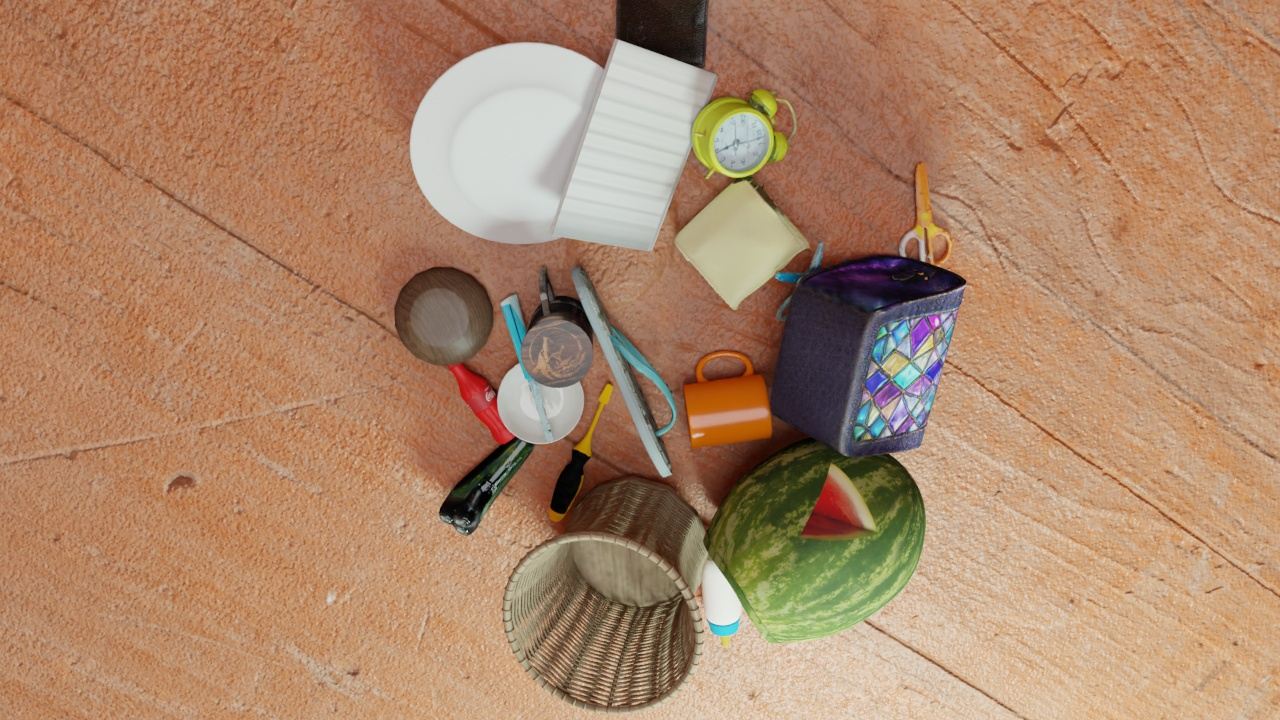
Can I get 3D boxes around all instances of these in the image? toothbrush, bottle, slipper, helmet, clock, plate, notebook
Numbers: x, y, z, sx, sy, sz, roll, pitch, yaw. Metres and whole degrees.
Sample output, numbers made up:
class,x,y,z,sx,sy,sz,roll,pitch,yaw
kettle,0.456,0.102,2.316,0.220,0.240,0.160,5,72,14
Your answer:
class,x,y,z,sx,sy,sz,roll,pitch,yaw
toothbrush,-0.074,0.117,1.147,0.031,0.030,0.197,25,106,8
bottle,-0.193,0.047,1.115,0.036,0.036,0.119,-32,107,10
bottle,0.108,0.316,1.210,0.051,0.051,0.146,-6,110,1
slipper,-0.006,0.006,1.080,0.055,0.098,0.269,-24,100,3
helmet,0.212,0.200,1.071,0.247,0.243,0.213,-34,70,3
clock,0.114,-0.248,1.002,0.119,0.057,0.083,-24,118,-5
plate,-0.120,-0.219,0.975,0.242,0.016,0.243,-7,135,-8
plate,-0.121,0.048,1.114,0.104,0.026,0.104,0,91,-6
notebook,-0.006,-0.223,0.991,0.142,0.009,0.210,3,117,-41

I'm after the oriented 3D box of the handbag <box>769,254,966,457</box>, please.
class,x,y,z,sx,sy,sz,roll,pitch,yaw
handbag,0.270,-0.005,1.044,0.221,0.125,0.205,-9,118,-37

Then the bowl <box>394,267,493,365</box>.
class,x,y,z,sx,sy,sz,roll,pitch,yaw
bowl,-0.231,-0.051,1.068,0.118,0.030,0.118,0,95,-1

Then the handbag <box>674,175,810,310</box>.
class,x,y,z,sx,sy,sz,roll,pitch,yaw
handbag,0.115,-0.136,1.037,0.119,0.081,0.111,-41,98,14

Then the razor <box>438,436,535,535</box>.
class,x,y,z,sx,sy,sz,roll,pitch,yaw
razor,-0.186,0.152,1.139,0.054,0.067,0.151,41,96,-18

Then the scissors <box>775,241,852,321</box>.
class,x,y,z,sx,sy,sz,roll,pitch,yaw
scissors,0.204,-0.095,1.056,0.137,0.011,0.134,-19,148,-15

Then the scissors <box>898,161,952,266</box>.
class,x,y,z,sx,sy,sz,roll,pitch,yaw
scissors,0.326,-0.167,1.063,0.064,0.013,0.128,-12,110,3

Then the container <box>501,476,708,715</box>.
class,x,y,z,sx,sy,sz,roll,pitch,yaw
container,-0.024,0.263,1.091,0.227,0.195,0.227,4,107,12

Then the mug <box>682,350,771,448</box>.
class,x,y,z,sx,sy,sz,roll,pitch,yaw
mug,0.101,0.044,1.107,0.096,0.077,0.112,-8,82,1

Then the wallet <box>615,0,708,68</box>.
class,x,y,z,sx,sy,sz,roll,pitch,yaw
wallet,0.023,-0.374,0.973,0.099,0.031,0.120,3,112,0

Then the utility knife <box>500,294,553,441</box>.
class,x,y,z,sx,sy,sz,roll,pitch,yaw
utility knife,-0.130,0.010,1.092,0.022,0.015,0.181,-18,95,0

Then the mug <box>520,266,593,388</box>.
class,x,y,z,sx,sy,sz,roll,pitch,yaw
mug,-0.097,-0.041,1.047,0.080,0.107,0.116,-14,109,4
